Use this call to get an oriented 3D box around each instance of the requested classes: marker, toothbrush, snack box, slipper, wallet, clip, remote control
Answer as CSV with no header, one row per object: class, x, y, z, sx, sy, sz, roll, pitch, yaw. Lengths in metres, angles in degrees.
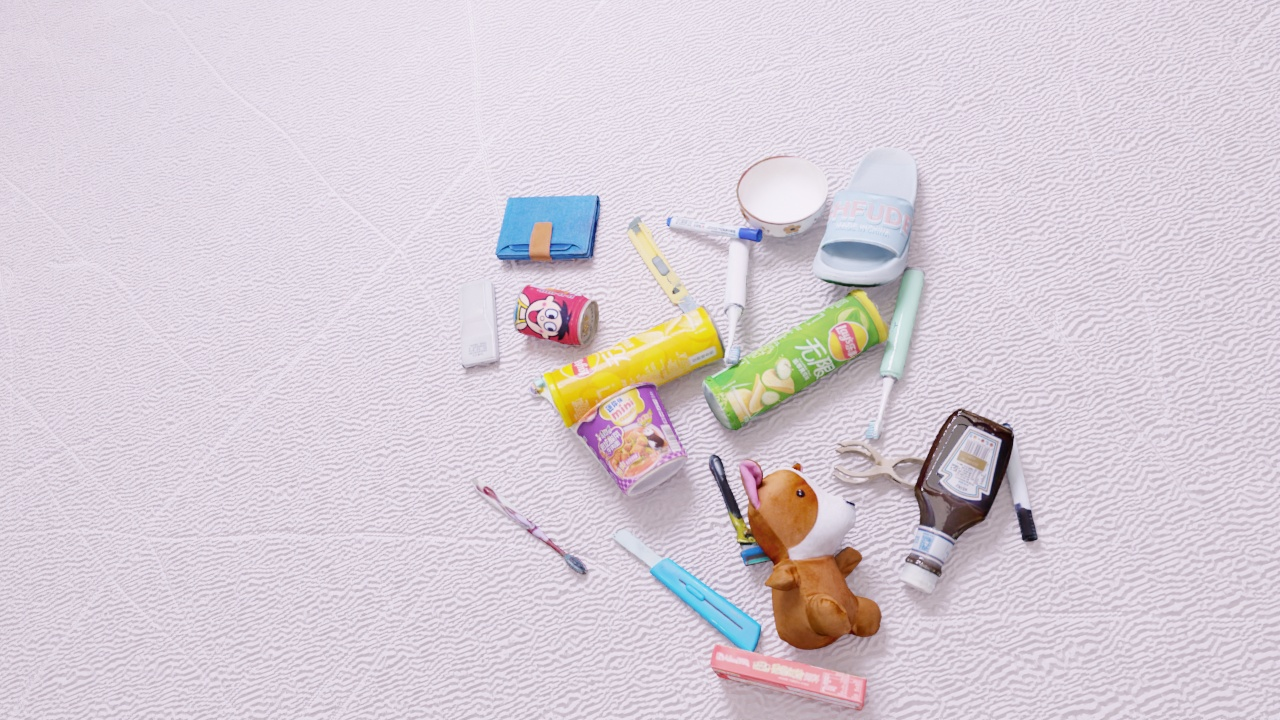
marker,0.406,0.130,0.990,0.018,0.022,0.130,-10,65,15
toothbrush,0.116,-0.082,1.117,0.026,0.027,0.220,-3,50,15
snack box,0.150,0.322,0.930,0.153,0.075,0.025,8,67,16
slipper,0.283,-0.183,1.112,0.104,0.074,0.244,13,56,18
toothbrush,-0.134,0.194,1.085,0.187,0.017,0.016,34,76,23
marker,0.092,-0.169,1.176,0.146,0.017,0.016,16,69,39
wallet,-0.125,-0.180,1.244,0.133,0.040,0.106,1,62,14
clip,0.266,0.107,1.026,0.104,0.035,0.080,-4,65,6
remote control,-0.215,-0.051,1.212,0.049,0.024,0.124,-12,65,7
toothbrush,-0.074,0.090,1.118,0.189,0.020,0.029,46,108,24
toothbrush,0.299,-0.010,1.075,0.027,0.026,0.224,-3,61,46

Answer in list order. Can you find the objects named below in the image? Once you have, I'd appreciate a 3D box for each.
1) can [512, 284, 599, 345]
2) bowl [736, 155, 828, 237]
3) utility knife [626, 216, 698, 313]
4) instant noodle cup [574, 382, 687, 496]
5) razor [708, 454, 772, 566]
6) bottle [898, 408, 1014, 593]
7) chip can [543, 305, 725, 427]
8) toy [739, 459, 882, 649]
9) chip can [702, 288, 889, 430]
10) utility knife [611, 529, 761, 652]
can,-0.106,-0.057,1.165,0.094,0.066,0.066,13,69,17
bowl,0.180,-0.199,1.165,0.113,0.062,0.113,-5,59,7
utility knife,0.032,-0.115,1.193,0.031,0.020,0.194,-34,68,3
instant noodle cup,-0.005,0.095,1.057,0.111,0.111,0.099,-30,73,-2
razor,0.106,0.169,1.040,0.042,0.022,0.142,-5,54,-27
bottle,0.329,0.151,0.976,0.080,0.044,0.194,24,80,11
chip can,-0.007,0.006,1.099,0.213,0.072,0.072,-24,63,-5
toy,0.174,0.194,0.957,0.131,0.140,0.199,-33,60,23
chip can,0.177,0.001,1.072,0.221,0.072,0.072,-30,63,-2
utility knife,0.048,0.250,1.019,0.207,0.018,0.034,33,77,25
